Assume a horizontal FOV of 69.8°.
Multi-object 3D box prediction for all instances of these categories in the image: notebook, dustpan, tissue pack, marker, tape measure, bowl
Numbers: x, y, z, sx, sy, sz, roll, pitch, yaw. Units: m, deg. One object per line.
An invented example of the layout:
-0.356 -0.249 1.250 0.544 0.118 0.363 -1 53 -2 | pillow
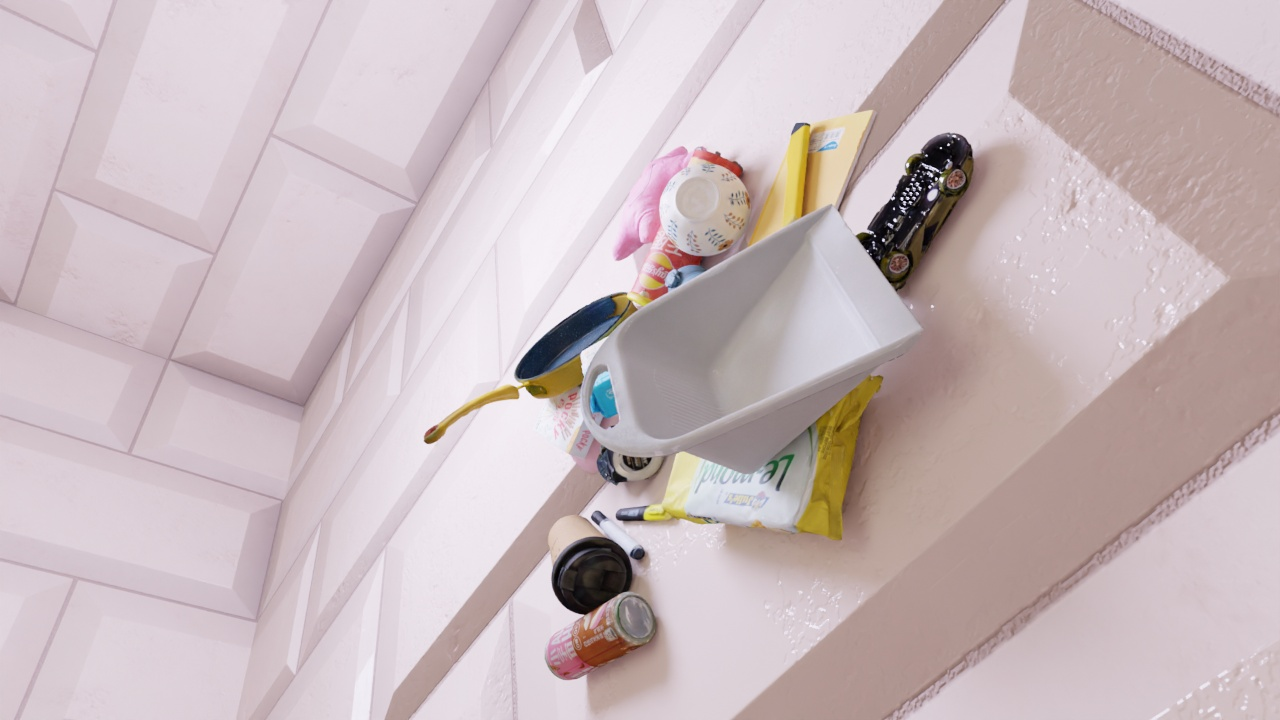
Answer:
0.181 -0.179 1.033 0.146 0.010 0.206 13 81 64 | notebook
0.072 -0.018 0.808 0.258 0.142 0.222 -53 29 25 | dustpan
-0.007 0.007 1.135 0.140 0.063 0.090 -29 36 7 | tissue pack
0.002 0.178 1.069 0.124 0.015 0.018 -19 49 58 | marker
-0.007 0.109 1.086 0.033 0.066 0.066 -124 35 -64 | tape measure
-0.027 0.207 1.095 0.131 0.022 0.018 24 96 62 | marker
0.075 -0.189 1.113 0.113 0.113 0.062 -67 -14 -1 | bowl

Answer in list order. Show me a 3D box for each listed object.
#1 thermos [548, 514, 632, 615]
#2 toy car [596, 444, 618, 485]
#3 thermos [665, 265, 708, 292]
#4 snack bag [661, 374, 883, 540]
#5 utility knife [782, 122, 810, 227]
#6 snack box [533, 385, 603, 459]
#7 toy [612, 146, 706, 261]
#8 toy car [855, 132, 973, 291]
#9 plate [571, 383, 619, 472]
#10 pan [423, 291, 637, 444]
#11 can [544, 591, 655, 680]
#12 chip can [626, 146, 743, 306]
-0.068 0.234 1.078 0.093 0.093 0.143 -65 19 3 | thermos
-0.008 0.099 1.132 0.121 0.036 0.054 -52 27 7 | toy car
0.088 -0.051 1.036 0.070 0.070 0.220 -60 27 12 | thermos
0.120 0.084 0.864 0.247 0.068 0.157 -8 61 60 | snack bag
0.174 -0.200 1.031 0.033 0.015 0.173 -35 40 57 | utility knife
-0.096 0.074 1.236 0.157 0.027 0.084 18 85 65 | snack box
0.017 -0.224 1.304 0.194 0.074 0.178 -57 19 1 | toy
0.248 -0.131 0.831 0.158 0.042 0.070 -59 27 16 | toy car
-0.052 0.056 1.245 0.193 0.039 0.192 -44 34 39 | plate
-0.142 0.014 1.228 0.356 0.078 0.198 -47 21 -31 | pan
-0.046 0.304 1.005 0.148 0.058 0.057 -41 35 41 | can
0.057 -0.163 1.185 0.216 0.073 0.073 -66 26 0 | chip can
